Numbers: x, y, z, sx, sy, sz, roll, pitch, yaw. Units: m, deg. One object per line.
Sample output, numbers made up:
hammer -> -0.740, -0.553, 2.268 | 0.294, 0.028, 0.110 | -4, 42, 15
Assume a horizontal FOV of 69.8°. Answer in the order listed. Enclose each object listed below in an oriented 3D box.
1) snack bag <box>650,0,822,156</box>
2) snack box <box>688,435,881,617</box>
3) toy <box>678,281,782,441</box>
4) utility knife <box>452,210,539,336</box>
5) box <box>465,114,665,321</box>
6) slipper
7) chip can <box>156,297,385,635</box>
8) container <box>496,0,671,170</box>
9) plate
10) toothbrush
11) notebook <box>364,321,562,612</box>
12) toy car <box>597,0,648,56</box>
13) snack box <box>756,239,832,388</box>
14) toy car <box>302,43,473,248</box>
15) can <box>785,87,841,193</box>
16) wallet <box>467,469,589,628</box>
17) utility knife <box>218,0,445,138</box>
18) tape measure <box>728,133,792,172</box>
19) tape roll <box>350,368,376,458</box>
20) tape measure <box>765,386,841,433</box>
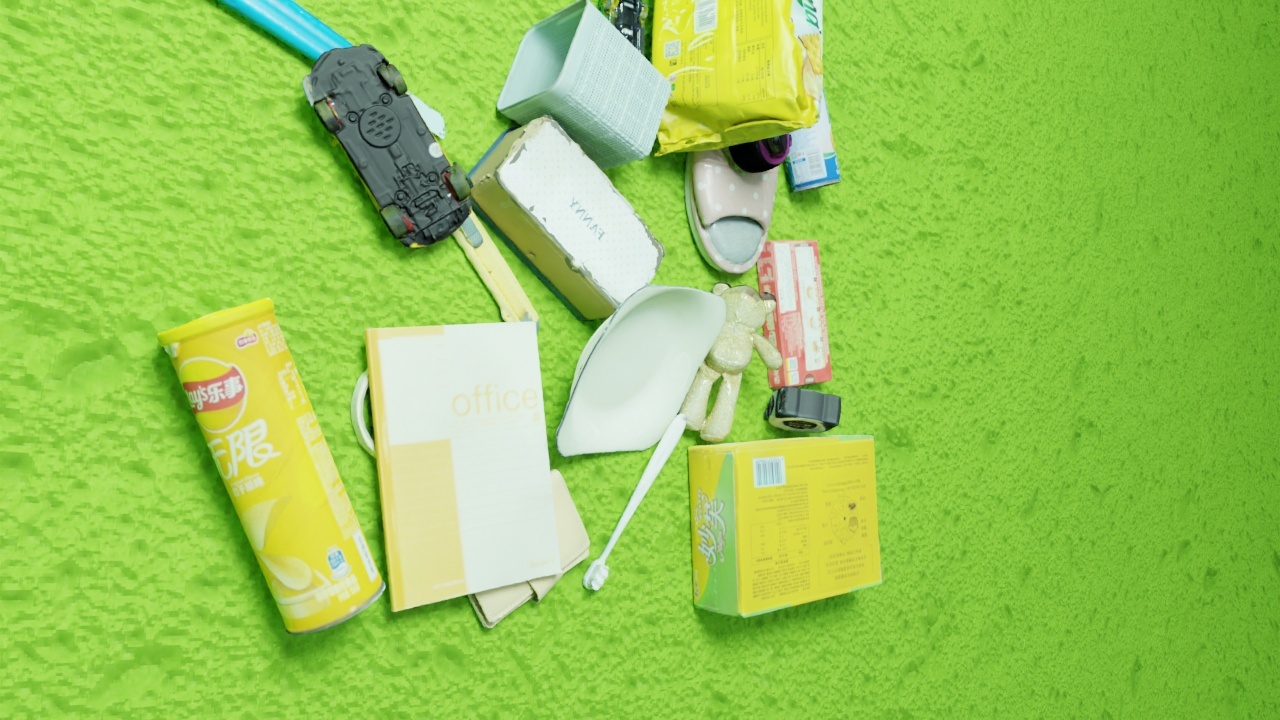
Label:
snack bag -> 0.080, -0.308, 0.823 | 0.068, 0.158, 0.246 | 19, 71, -58
snack box -> 0.146, 0.157, 0.908 | 0.209, 0.070, 0.157 | 0, 87, -39
toy -> 0.081, 0.001, 0.879 | 0.105, 0.066, 0.157 | 17, 76, 7
utility knife -> -0.140, -0.103, 0.735 | 0.030, 0.022, 0.216 | -46, 109, -35
box -> -0.065, -0.119, 0.766 | 0.184, 0.062, 0.089 | 47, 59, -24
slipper -> 0.093, -0.222, 0.903 | 0.114, 0.055, 0.274 | 0, 86, -39
chip can -> -0.238, 0.069, 0.603 | 0.071, 0.072, 0.213 | -28, 104, -37
container -> -0.043, -0.224, 0.773 | 0.111, 0.090, 0.089 | 30, 68, -37
plate -> -0.005, 0.005, 0.782 | 0.164, 0.034, 0.164 | 4, 118, -54
toothbrush -> -0.001, 0.123, 0.816 | 0.016, 0.016, 0.179 | 43, 67, -30
notebook -> -0.132, 0.074, 0.704 | 0.145, 0.010, 0.206 | -4, 87, -38
toy car -> -0.019, -0.293, 0.829 | 0.043, 0.036, 0.091 | 3, 84, -40
snack box -> 0.162, -0.050, 0.965 | 0.075, 0.026, 0.153 | -7, 92, -40
toy car -> -0.183, -0.157, 0.676 | 0.071, 0.041, 0.156 | -35, 112, -12
can -> 0.173, -0.249, 0.971 | 0.053, 0.053, 0.134 | -17, 98, -39
wallet -> -0.094, 0.154, 0.744 | 0.114, 0.024, 0.087 | -33, 108, -37
utility knife -> -0.231, -0.228, 0.663 | 0.218, 0.018, 0.034 | 31, 66, -32
tape measure -> 0.112, -0.206, 0.856 | 0.056, 0.039, 0.058 | -25, 105, -37
tape roll -> -0.175, 0.037, 0.693 | 0.085, 0.014, 0.085 | 4, 84, -39
tape measure -> 0.163, 0.051, 0.933 | 0.065, 0.066, 0.033 | 13, 73, -10
